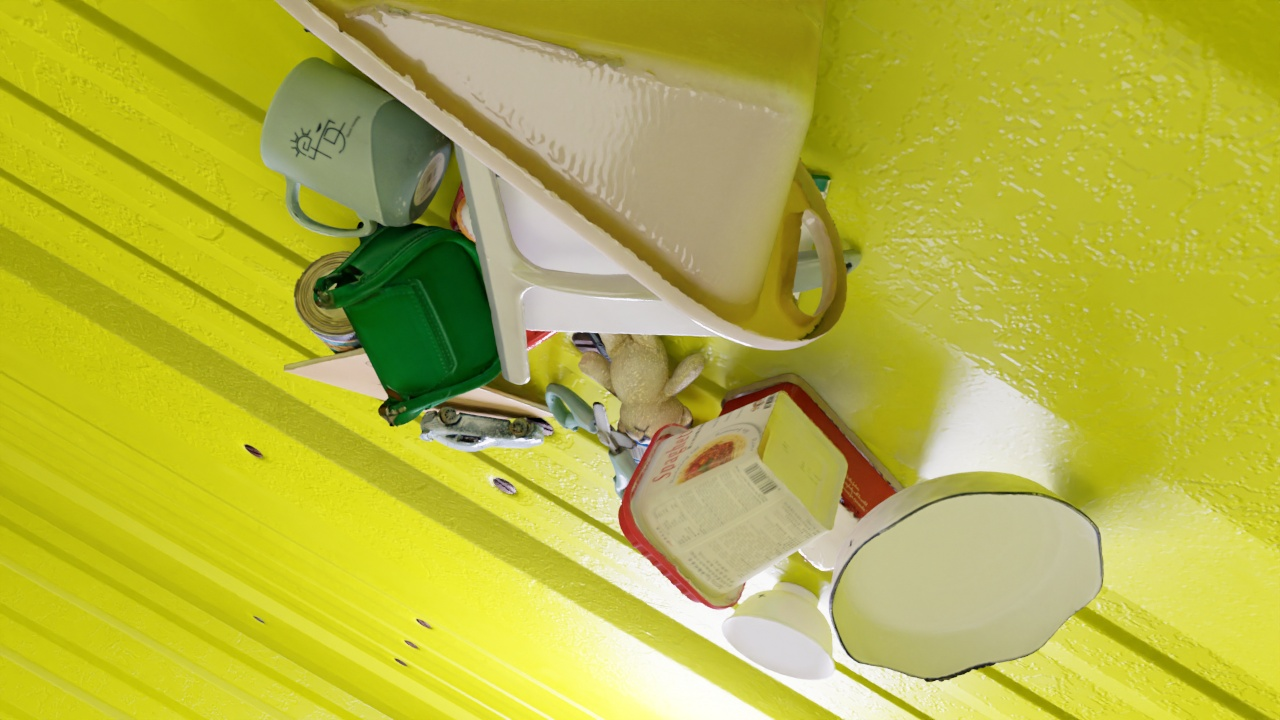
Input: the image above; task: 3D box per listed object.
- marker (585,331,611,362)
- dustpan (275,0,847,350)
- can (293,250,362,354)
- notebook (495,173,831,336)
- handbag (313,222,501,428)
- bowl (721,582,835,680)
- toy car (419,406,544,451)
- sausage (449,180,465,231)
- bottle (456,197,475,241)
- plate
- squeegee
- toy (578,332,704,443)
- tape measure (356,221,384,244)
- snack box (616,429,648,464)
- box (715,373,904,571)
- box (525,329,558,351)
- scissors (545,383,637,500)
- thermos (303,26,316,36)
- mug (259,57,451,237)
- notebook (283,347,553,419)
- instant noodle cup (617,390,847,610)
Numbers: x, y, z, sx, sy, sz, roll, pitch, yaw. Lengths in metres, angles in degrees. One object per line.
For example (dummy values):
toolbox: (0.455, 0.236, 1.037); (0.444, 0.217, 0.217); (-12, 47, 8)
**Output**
marker: (-0.020, 0.003, 0.768); (0.018, 0.015, 0.124); (-7, 132, 35)
dustpan: (-0.011, -0.118, 0.437); (0.273, 0.221, 0.139); (18, 132, 3)
can: (-0.244, -0.040, 0.789); (0.075, 0.075, 0.111); (26, 165, 5)
notebook: (0.006, -0.067, 0.600); (0.209, 0.012, 0.151); (3, 141, -2)
handbag: (-0.165, -0.029, 0.680); (0.068, 0.119, 0.131); (11, 132, 42)
bowl: (0.149, 0.268, 0.938); (0.118, 0.064, 0.118); (19, 143, 15)
toy car: (-0.155, 0.071, 0.898); (0.120, 0.036, 0.054); (6, 164, -5)
sausage: (-0.116, -0.136, 0.658); (0.020, 0.020, 0.156); (32, 145, -5)
bottle: (-0.080, -0.110, 0.628); (0.109, 0.063, 0.063); (-11, 129, 42)
plate: (0.238, 0.161, 0.690); (0.205, 0.045, 0.205); (-3, 127, -4)
squeegee: (0.017, -0.053, 0.576); (0.246, 0.039, 0.247); (0, 140, 1)
toy: (-0.004, 0.004, 0.716); (0.105, 0.066, 0.157); (-6, 132, 16)
tape measure: (-0.210, -0.091, 0.774); (0.058, 0.025, 0.055); (16, 142, 19)
snack box: (0.030, 0.109, 0.843); (0.084, 0.026, 0.157); (15, 149, 19)
box: (0.130, 0.099, 0.729); (0.168, 0.079, 0.092); (45, 141, -20)
box: (-0.123, -0.042, 0.770); (0.087, 0.048, 0.202); (44, 142, -16)
scissors: (-0.024, 0.083, 0.799); (0.177, 0.019, 0.174); (58, 161, -17)
thermos: (-0.090, -0.184, 0.543); (0.220, 0.070, 0.070); (24, 145, 7)
mug: (-0.201, -0.136, 0.644); (0.106, 0.082, 0.112); (27, 105, -3)
notebook: (-0.200, 0.028, 0.851); (0.148, 0.008, 0.207); (-8, 158, 41)
instant noodle cup: (0.068, 0.092, 0.637); (0.116, 0.116, 0.124); (47, 129, -12)
